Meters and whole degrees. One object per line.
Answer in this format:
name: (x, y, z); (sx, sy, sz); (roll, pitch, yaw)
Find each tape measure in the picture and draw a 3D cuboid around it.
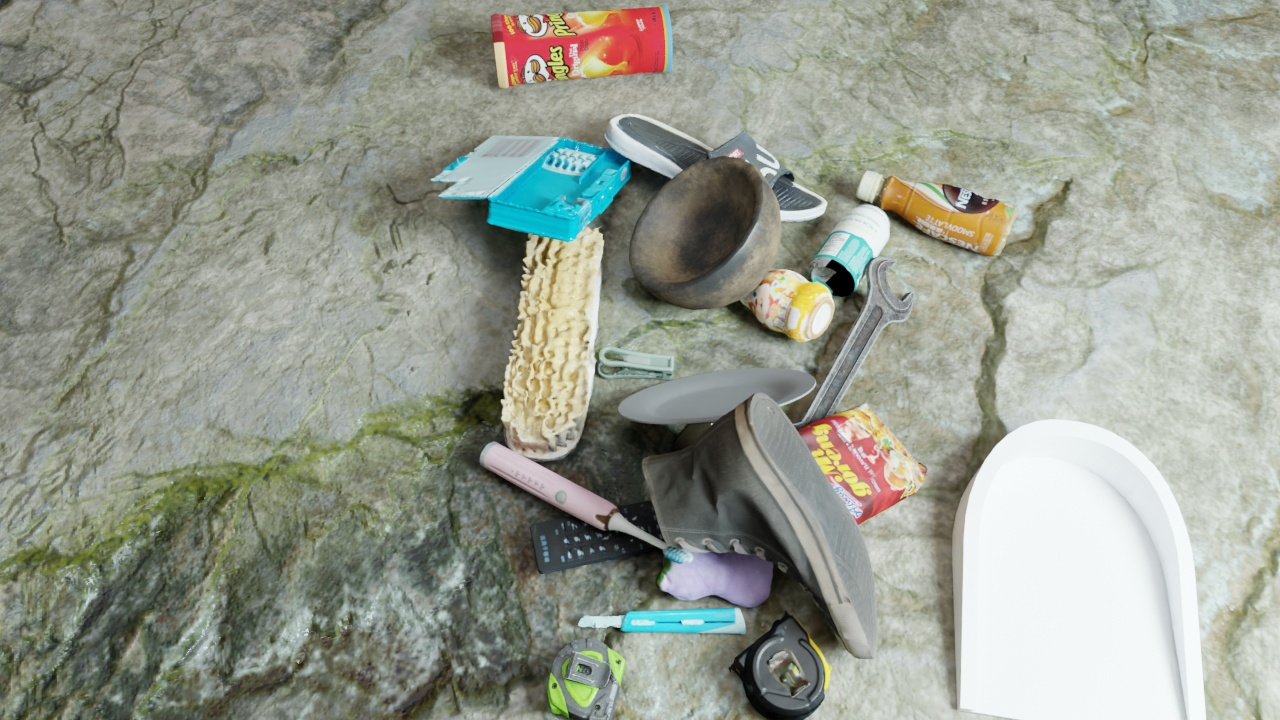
tape measure: (-0.044, 0.256, 0.735); (0.059, 0.036, 0.065); (9, 57, 6)
tape measure: (0.116, 0.251, 0.737); (0.071, 0.042, 0.072); (-32, 65, -23)

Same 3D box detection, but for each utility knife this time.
utility knife: (0.018, 0.221, 0.772); (0.141, 0.015, 0.022); (-2, 88, 0)

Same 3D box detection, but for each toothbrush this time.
toothbrush: (-0.050, 0.125, 0.801); (0.223, 0.027, 0.026); (23, 15, 27)

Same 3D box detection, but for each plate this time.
plate: (0.069, 0.035, 0.828); (0.178, 0.178, 0.012); (-11, 101, -8)

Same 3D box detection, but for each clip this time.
clip: (-0.005, 0.005, 0.907); (0.075, 0.037, 0.023); (5, 55, -3)

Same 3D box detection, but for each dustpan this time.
dustpan: (0.371, 0.175, 0.782); (0.191, 0.053, 0.257); (8, 57, 4)

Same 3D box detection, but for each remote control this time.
remote control: (-0.020, 0.154, 0.812); (0.150, 0.022, 0.047); (-10, 57, -9)

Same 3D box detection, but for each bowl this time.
bowl: (0.072, -0.121, 0.930); (0.163, 0.070, 0.162); (-23, 50, 29)

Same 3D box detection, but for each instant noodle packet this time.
instant noodle packet: (0.186, 0.095, 0.824); (0.135, 0.040, 0.098); (-18, 67, -34)

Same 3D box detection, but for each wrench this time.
wrench: (0.203, 0.003, 0.901); (0.070, 0.010, 0.272); (43, 62, -15)

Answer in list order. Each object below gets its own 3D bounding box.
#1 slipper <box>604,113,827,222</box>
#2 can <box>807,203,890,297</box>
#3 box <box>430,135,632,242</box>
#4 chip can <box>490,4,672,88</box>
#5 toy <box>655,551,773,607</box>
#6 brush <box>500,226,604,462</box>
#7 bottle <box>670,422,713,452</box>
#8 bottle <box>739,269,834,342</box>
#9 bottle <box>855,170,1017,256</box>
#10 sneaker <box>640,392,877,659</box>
slipper: (0.085, -0.227, 1.020); (0.264, 0.063, 0.111); (27, 36, 17)
can: (0.222, -0.117, 0.971); (0.055, 0.055, 0.101); (29, 61, 17)
box: (-0.120, -0.197, 0.977); (0.182, 0.039, 0.226); (13, 31, 9)
chip can: (-0.073, -0.387, 1.128); (0.213, 0.087, 0.087); (-6, 57, -6)
toy: (0.066, 0.170, 0.788); (0.099, 0.036, 0.080); (13, 69, -6)
brush: (-0.083, -0.028, 0.908); (0.083, 0.057, 0.270); (4, 57, 2)
bottle: (0.110, 0.122, 0.820); (0.184, 0.045, 0.045); (40, 64, 15)
bottle: (0.140, -0.063, 0.932); (0.109, 0.063, 0.063); (30, 60, 34)
bottle: (0.320, -0.167, 1.003); (0.167, 0.059, 0.059); (22, 59, 14)
sneaker: (0.103, 0.149, 0.741); (0.235, 0.120, 0.095); (54, 30, -14)
